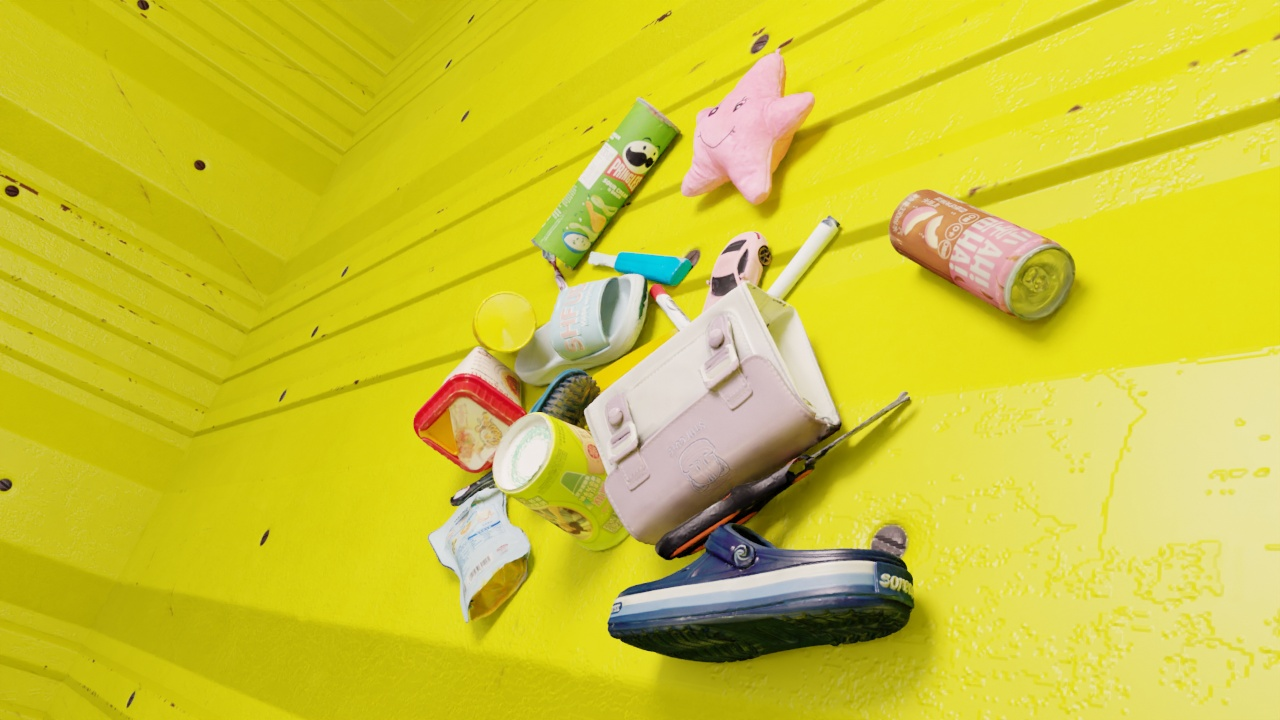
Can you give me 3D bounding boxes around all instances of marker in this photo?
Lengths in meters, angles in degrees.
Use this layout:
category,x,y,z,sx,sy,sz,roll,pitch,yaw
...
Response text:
category,x,y,z,sx,sy,sz,roll,pitch,yaw
marker,0.140,-0.082,0.864,0.131,0.022,0.018,-53,-2,8
marker,0.036,-0.050,0.973,0.017,0.017,0.145,-51,26,9

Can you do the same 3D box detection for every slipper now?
category,x,y,z,sx,sy,sz,roll,pitch,yaw
slipper,-0.079,-0.041,1.082,0.246,0.074,0.103,-25,42,44
slipper,0.072,0.158,0.655,0.254,0.105,0.095,-22,48,42

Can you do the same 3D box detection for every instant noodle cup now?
category,x,y,z,sx,sy,sz,roll,pitch,yaw
instant noodle cup,-0.204,0.056,1.142,0.117,0.116,0.124,-43,21,21
instant noodle cup,-0.070,0.108,0.869,0.112,0.123,0.111,-25,49,32

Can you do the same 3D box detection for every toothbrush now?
category,x,y,z,sx,sy,sz,roll,pitch,yaw
toothbrush,-0.112,-0.110,1.244,0.016,0.017,0.187,-48,31,15

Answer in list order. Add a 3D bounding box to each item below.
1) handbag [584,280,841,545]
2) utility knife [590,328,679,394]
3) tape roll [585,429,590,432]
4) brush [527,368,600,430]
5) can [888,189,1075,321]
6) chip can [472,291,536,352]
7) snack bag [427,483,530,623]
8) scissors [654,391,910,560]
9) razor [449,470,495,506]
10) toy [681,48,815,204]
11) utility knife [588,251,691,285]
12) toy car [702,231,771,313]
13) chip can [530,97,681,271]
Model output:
category,x,y,z,sx,sy,sz,roll,pitch,yaw
handbag,0.056,0.049,0.775,0.197,0.098,0.144,-40,54,27
utility knife,-0.006,0.006,0.993,0.157,0.015,0.033,-30,46,36
tape roll,-0.073,0.115,0.988,0.086,0.014,0.085,-35,37,32
brush,-0.100,0.073,0.993,0.143,0.055,0.073,-60,31,-5
can,0.247,-0.082,0.679,0.058,0.058,0.147,-52,31,8
chip can,-0.175,-0.046,1.157,0.072,0.072,0.213,-59,10,-5
snack bag,-0.182,0.206,1.032,0.110,0.039,0.191,-55,29,3
scissors,0.113,0.092,0.725,0.234,0.153,0.021,-29,71,-9
razor,-0.163,0.132,1.055,0.143,0.022,0.042,-27,36,14
toy,0.113,-0.257,1.008,0.195,0.074,0.178,27,93,58
utility knife,-0.011,-0.117,1.108,0.225,0.018,0.034,20,80,57
toy car,0.091,-0.075,0.913,0.056,0.037,0.122,-9,56,53
chip can,-0.047,-0.231,1.213,0.236,0.072,0.072,-51,31,9
